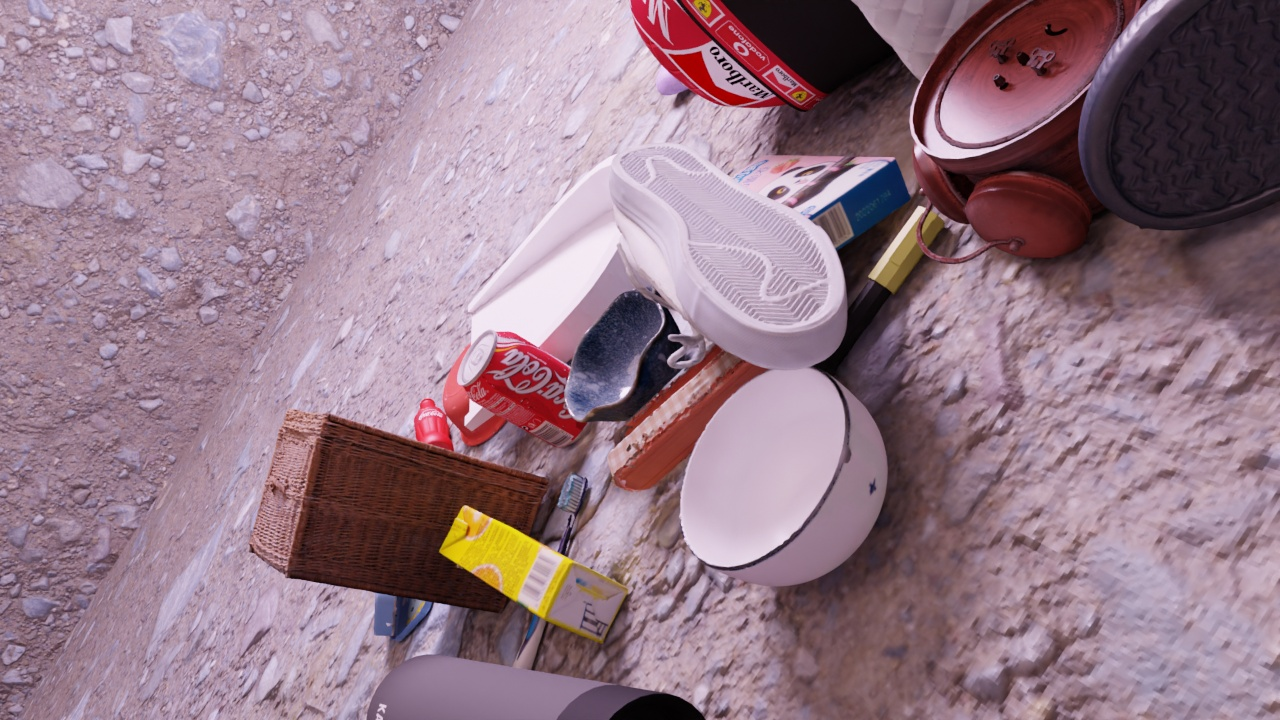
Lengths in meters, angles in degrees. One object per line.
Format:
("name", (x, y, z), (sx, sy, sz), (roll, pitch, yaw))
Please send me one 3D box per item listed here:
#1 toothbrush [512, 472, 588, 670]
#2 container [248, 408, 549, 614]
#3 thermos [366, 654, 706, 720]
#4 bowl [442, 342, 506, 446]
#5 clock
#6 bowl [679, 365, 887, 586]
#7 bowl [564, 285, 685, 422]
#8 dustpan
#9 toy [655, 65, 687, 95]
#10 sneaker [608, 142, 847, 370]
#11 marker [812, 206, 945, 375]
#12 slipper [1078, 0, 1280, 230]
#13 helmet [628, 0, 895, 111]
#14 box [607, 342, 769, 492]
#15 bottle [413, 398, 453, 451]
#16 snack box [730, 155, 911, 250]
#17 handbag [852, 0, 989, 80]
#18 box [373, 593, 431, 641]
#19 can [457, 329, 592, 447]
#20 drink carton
("toothbrush", (-0.071, 0.168, 0.656), (0.016, 0.017, 0.188), (-17, 49, 49))
("container", (-0.186, 0.116, 0.706), (0.114, 0.198, 0.112), (0, 73, 55))
("thermos", (-0.068, 0.218, 0.518), (0.241, 0.082, 0.082), (-15, 49, 49))
("bowl", (-0.161, 0.019, 0.926), (0.131, 0.045, 0.130), (-39, 33, 32))
("clock", (0.195, -0.117, 0.459), (0.158, 0.072, 0.120), (-50, 28, 13))
("bowl", (0.080, 0.064, 0.469), (0.114, 0.063, 0.113), (-40, 32, 32))
("bowl", (-0.004, 0.004, 0.677), (0.111, 0.055, 0.110), (-39, 34, 32))
("dustpan", (-0.077, -0.081, 0.834), (0.258, 0.053, 0.191), (-35, 35, 17))
("toy", (0.051, -0.317, 0.943), (0.080, 0.036, 0.099), (-12, 56, 41))
("sneaker", (0.046, -0.047, 0.542), (0.089, 0.091, 0.242), (-15, 35, -14))
("marker", (0.132, -0.033, 0.533), (0.017, 0.021, 0.124), (37, 98, 18))
("slipper", (0.279, -0.163, 0.338), (0.269, 0.110, 0.083), (-38, 30, 26))
("helmet", (0.099, -0.294, 0.669), (0.225, 0.197, 0.270), (-42, 39, 26))
("box", (0.051, 0.013, 0.595), (0.188, 0.056, 0.063), (-41, 37, 23))
("bottle", (-0.224, 0.072, 0.983), (0.036, 0.036, 0.119), (-53, 27, 9))
("snack box", (0.096, -0.103, 0.615), (0.088, 0.033, 0.154), (-34, 24, -15))
("handbag", (0.172, -0.241, 0.499), (0.139, 0.195, 0.072), (-33, 30, 33))
("box", (-0.222, 0.178, 0.891), (0.209, 0.059, 0.068), (-105, 24, -57))
("can", (-0.090, 0.022, 0.743), (0.064, 0.104, 0.064), (-39, 33, 31))
("drink carton", (-0.076, 0.143, 0.621), (0.135, 0.058, 0.043), (13, 72, 49))
